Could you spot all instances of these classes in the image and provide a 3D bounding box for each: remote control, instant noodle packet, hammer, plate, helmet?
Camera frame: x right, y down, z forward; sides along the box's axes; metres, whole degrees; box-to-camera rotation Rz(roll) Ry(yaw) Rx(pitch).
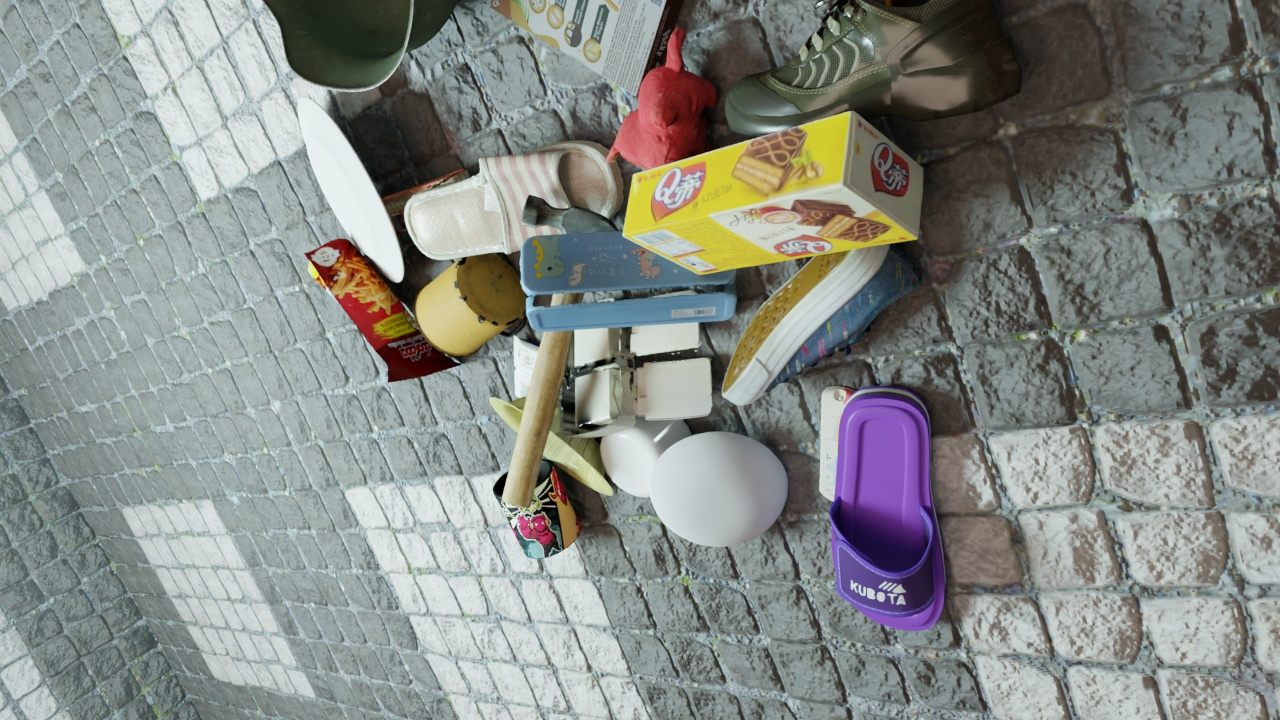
[{"bbox_3d":[0.199,0.085,0.912,0.038,0.018,0.126,12,119,32],"label":"remote control"},{"bbox_3d":[-0.101,0.029,1.106,0.134,0.026,0.087,21,125,27],"label":"instant noodle packet"},{"bbox_3d":[-0.092,0.003,0.966,0.132,0.033,0.331,14,105,-5],"label":"hammer"},{"bbox_3d":[-0.096,0.090,1.096,0.184,0.036,0.184,35,163,12],"label":"plate"},{"bbox_3d":[-0.359,-0.201,1.116,0.242,0.016,0.243,45,154,29],"label":"plate"},{"bbox_3d":[-0.278,-0.404,0.912,0.268,0.153,0.228,29,128,16],"label":"helmet"}]

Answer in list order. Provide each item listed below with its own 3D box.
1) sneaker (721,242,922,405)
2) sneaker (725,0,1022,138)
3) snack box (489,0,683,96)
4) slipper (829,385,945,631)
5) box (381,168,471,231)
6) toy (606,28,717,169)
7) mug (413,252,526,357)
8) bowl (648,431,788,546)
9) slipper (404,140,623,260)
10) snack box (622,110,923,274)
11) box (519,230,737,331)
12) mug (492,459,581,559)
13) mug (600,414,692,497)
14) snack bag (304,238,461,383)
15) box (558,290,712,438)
[{"bbox_3d":[0.162,-0.032,0.846,0.079,0.087,0.236,30,132,-11],"label":"sneaker"},{"bbox_3d":[0.159,-0.249,0.700,0.238,0.100,0.143,0,113,37],"label":"sneaker"},{"bbox_3d":[-0.053,-0.340,0.859,0.186,0.031,0.101,36,131,17],"label":"snack box"},{"bbox_3d":[0.230,0.162,0.870,0.107,0.083,0.267,1,114,22],"label":"slipper"},{"bbox_3d":[-0.255,-0.185,1.088,0.188,0.056,0.071,-7,141,41],"label":"box"},{"bbox_3d":[0.013,-0.231,0.833,0.094,0.087,0.133,23,126,30],"label":"toy"},{"bbox_3d":[-0.189,-0.063,1.083,0.123,0.100,0.094,27,142,-32],"label":"mug"},{"bbox_3d":[0.082,0.148,0.973,0.149,0.043,0.150,2,121,3],"label":"bowl"},{"bbox_3d":[-0.145,-0.164,0.974,0.263,0.052,0.115,-10,115,25],"label":"slipper"},{"bbox_3d":[0.104,-0.128,0.759,0.231,0.110,0.061,-5,71,46],"label":"snack box"},{"bbox_3d":[-0.011,-0.079,0.906,0.209,0.073,0.085,-3,77,0],"label":"box"},{"bbox_3d":[-0.139,0.185,1.190,0.118,0.081,0.098,31,147,63],"label":"mug"},{"bbox_3d":[0.012,0.096,1.027,0.094,0.067,0.116,48,133,6],"label":"mug"},{"bbox_3d":[-0.336,-0.057,1.174,0.067,0.138,0.208,-42,80,18],"label":"snack bag"},{"bbox_3d":[-0.011,0.005,0.982,0.188,0.058,0.144,-10,74,34],"label":"box"}]
